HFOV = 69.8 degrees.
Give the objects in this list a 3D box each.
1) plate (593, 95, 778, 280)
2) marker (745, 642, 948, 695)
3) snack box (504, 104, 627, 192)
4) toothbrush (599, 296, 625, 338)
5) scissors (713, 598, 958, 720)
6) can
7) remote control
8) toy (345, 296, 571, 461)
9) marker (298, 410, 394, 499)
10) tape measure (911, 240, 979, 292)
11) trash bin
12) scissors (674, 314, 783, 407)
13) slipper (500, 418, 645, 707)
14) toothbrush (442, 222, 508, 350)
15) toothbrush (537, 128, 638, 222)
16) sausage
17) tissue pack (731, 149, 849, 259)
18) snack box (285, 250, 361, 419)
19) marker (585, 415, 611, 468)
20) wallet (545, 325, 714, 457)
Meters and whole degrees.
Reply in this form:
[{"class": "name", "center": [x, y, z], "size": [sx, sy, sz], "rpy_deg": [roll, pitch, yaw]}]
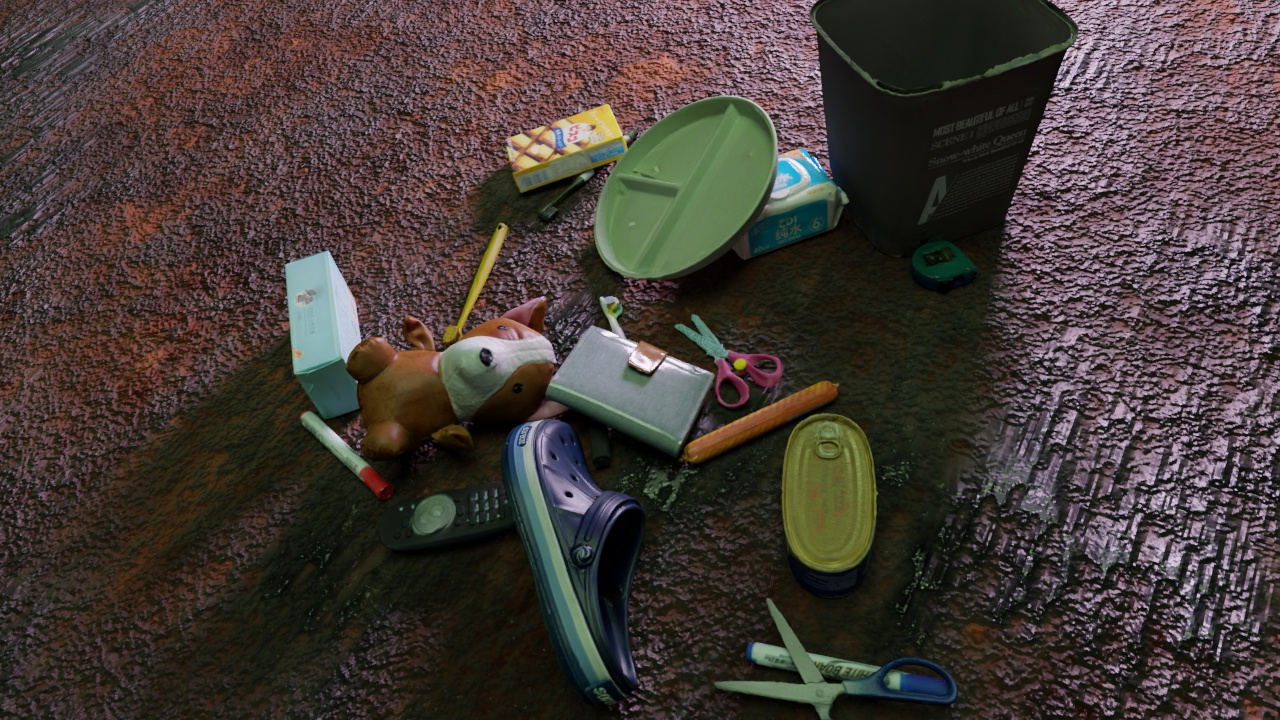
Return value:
[{"class": "plate", "center": [0.047, -0.182, 0.978], "size": [0.231, 0.027, 0.229], "rpy_deg": [-20, 53, 29]}, {"class": "marker", "center": [0.150, 0.227, 0.670], "size": [0.146, 0.017, 0.016], "rpy_deg": [6, 51, 16]}, {"class": "snack box", "center": [-0.092, -0.259, 1.117], "size": [0.140, 0.034, 0.086], "rpy_deg": [-17, 43, -1]}, {"class": "toothbrush", "center": [-0.005, 0.005, 0.891], "size": [0.020, 0.029, 0.189], "rpy_deg": [-47, 44, 27]}, {"class": "scissors", "center": [0.140, 0.242, 0.646], "size": [0.162, 0.012, 0.175], "rpy_deg": [-19, 57, 3]}, {"class": "can", "center": [0.153, 0.115, 0.744], "size": [0.075, 0.049, 0.147], "rpy_deg": [-1, 49, 10]}, {"class": "remote control", "center": [-0.160, 0.138, 0.802], "size": [0.136, 0.024, 0.053], "rpy_deg": [-12, 50, 2]}, {"class": "toy", "center": [-0.166, 0.015, 0.850], "size": [0.199, 0.131, 0.140], "rpy_deg": [-13, 80, -13]}, {"class": "marker", "center": [-0.283, 0.088, 0.874], "size": [0.145, 0.017, 0.017], "rpy_deg": [33, 62, 32]}, {"class": "tape measure", "center": [0.299, -0.095, 0.914], "size": [0.054, 0.025, 0.058], "rpy_deg": [-21, 48, -8]}, {"class": "trash bin", "center": [0.286, -0.243, 0.916], "size": [0.199, 0.220, 0.198], "rpy_deg": [-19, 48, -6]}, {"class": "scissors", "center": [0.070, 0.000, 0.886], "size": [0.076, 0.017, 0.137], "rpy_deg": [-44, 51, -14]}, {"class": "slipper", "center": [-0.042, 0.139, 0.722], "size": [0.095, 0.105, 0.252], "rpy_deg": [-21, 51, 2]}, {"class": "toothbrush", "center": [-0.179, -0.085, 1.004], "size": [0.016, 0.017, 0.189], "rpy_deg": [4, 51, 13]}, {"class": "toothbrush", "center": [-0.059, -0.225, 1.105], "size": [0.017, 0.012, 0.185], "rpy_deg": [29, 60, 24]}, {"class": "sausage", "center": [0.108, 0.055, 0.823], "size": [0.165, 0.021, 0.021], "rpy_deg": [-24, 49, -10]}, {"class": "tissue pack", "center": [0.142, -0.172, 0.985], "size": [0.140, 0.063, 0.090], "rpy_deg": [-20, 47, -6]}, {"class": "snack box", "center": [-0.324, -0.029, 0.945], "size": [0.051, 0.074, 0.174], "rpy_deg": [-20, 49, -5]}, {"class": "marker", "center": [-0.043, 0.044, 0.863], "size": [0.020, 0.022, 0.131], "rpy_deg": [-17, 47, 6]}, {"class": "wallet", "center": [-0.006, 0.021, 0.836], "size": [0.130, 0.037, 0.106], "rpy_deg": [24, 46, 7]}]
